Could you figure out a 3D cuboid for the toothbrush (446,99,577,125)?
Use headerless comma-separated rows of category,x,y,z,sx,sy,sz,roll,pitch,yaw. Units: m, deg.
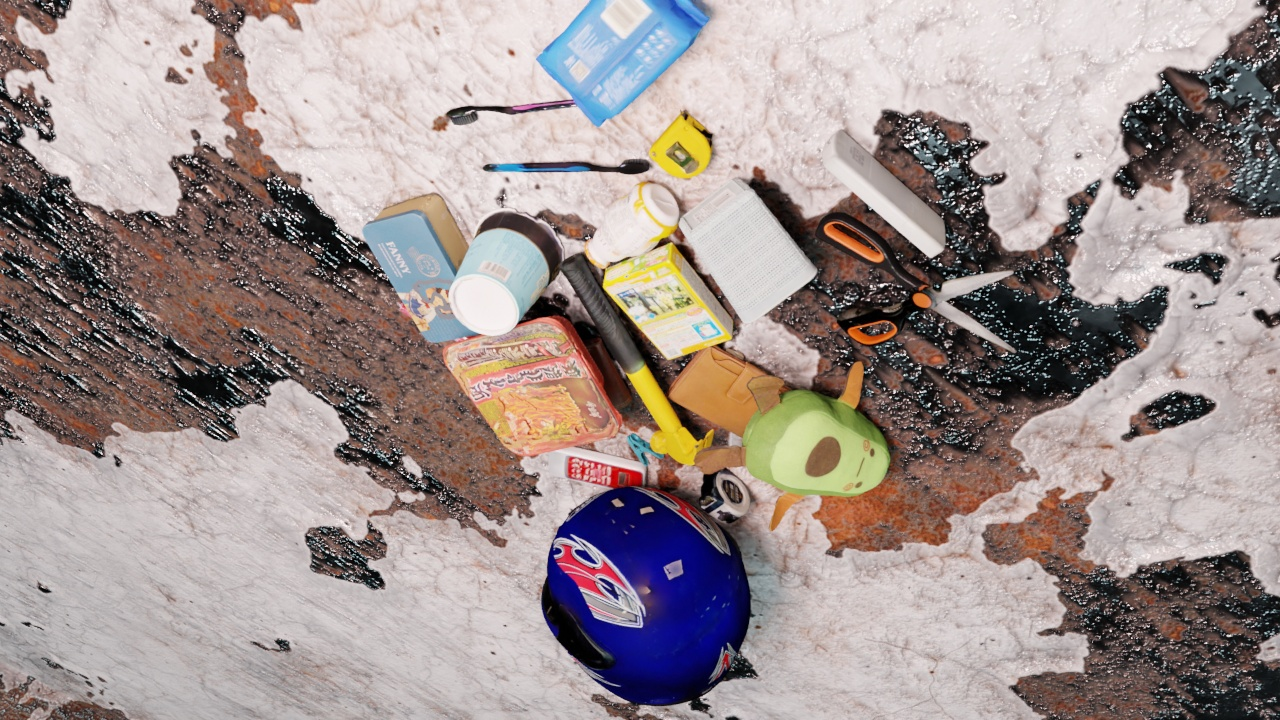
toothbrush,-0.111,-0.255,0.934,0.189,0.014,0.018,0,138,17

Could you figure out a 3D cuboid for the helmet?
helmet,-0.008,0.281,1.189,0.316,0.246,0.241,22,134,44

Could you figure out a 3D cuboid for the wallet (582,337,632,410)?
wallet,-0.083,0.025,1.146,0.125,0.032,0.101,-13,121,25

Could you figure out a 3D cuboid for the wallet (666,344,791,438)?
wallet,0.112,0.041,1.100,0.132,0.031,0.108,29,132,-10

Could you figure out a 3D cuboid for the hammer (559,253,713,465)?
hammer,-0.006,0.006,1.078,0.129,0.032,0.301,9,135,57

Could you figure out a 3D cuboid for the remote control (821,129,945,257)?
remote control,0.233,-0.159,0.878,0.150,0.058,0.021,37,130,-13

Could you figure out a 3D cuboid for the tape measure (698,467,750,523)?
tape measure,0.109,0.177,1.188,0.066,0.065,0.034,40,126,-15

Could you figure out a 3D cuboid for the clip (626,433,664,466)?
clip,0.003,0.116,1.205,0.034,0.013,0.054,-33,113,34

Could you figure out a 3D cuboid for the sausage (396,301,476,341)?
sausage,-0.234,-0.036,1.148,0.156,0.020,0.020,28,131,-7

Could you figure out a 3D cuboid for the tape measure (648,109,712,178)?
tape measure,0.043,-0.209,0.914,0.057,0.028,0.060,37,129,-15

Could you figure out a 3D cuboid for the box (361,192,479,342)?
box,-0.243,-0.110,1.062,0.090,0.061,0.184,-11,126,24

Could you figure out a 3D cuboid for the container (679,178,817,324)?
container,0.103,-0.114,0.923,0.090,0.090,0.111,-37,110,8

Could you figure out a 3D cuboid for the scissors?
scissors,0.264,-0.071,0.913,0.221,0.021,0.235,42,153,-5

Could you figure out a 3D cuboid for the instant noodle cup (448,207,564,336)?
instant noodle cup,-0.153,-0.090,1.011,0.111,0.120,0.111,9,130,10

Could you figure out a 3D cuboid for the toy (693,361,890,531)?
toy,0.193,0.098,1.053,0.246,0.090,0.227,16,112,-30

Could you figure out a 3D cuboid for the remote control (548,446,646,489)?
remote control,-0.059,0.148,1.246,0.136,0.020,0.056,12,132,6

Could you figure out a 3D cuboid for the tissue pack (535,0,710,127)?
tissue pack,-0.019,-0.294,0.847,0.095,0.052,0.158,43,128,-16

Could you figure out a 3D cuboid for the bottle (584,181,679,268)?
bottle,-0.012,-0.139,0.966,0.063,0.063,0.109,43,128,-19

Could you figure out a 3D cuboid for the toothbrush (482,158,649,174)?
toothbrush,-0.080,-0.205,0.969,0.190,0.016,0.014,3,138,18

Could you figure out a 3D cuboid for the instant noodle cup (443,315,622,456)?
instant noodle cup,-0.119,0.023,1.081,0.165,0.078,0.189,-13,125,24

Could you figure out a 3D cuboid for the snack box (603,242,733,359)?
snack box,0.032,-0.062,1.018,0.087,0.033,0.140,-19,136,29
